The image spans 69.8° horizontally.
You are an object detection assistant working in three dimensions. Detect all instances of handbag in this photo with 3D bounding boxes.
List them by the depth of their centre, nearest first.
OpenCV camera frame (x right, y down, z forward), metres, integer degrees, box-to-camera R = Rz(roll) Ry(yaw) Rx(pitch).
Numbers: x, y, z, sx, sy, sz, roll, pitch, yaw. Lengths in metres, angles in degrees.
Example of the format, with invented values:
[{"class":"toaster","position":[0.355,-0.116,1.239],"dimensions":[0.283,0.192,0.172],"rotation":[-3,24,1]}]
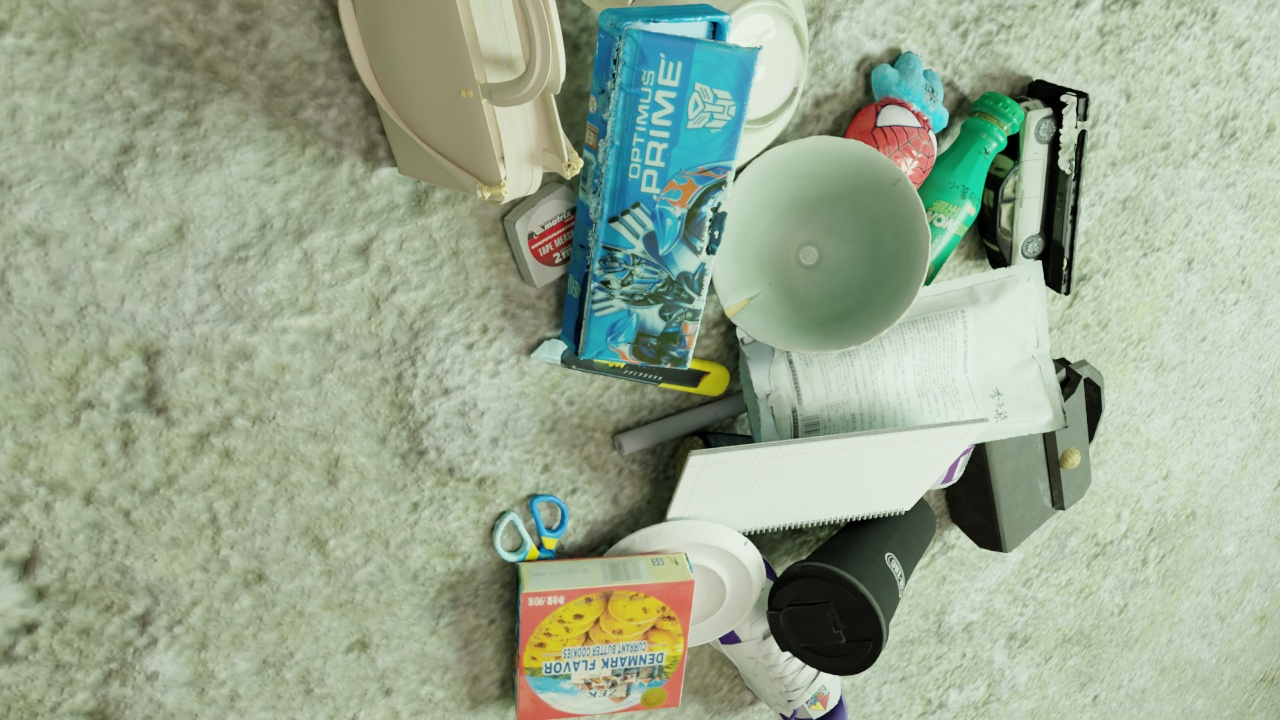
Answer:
[{"class":"handbag","position":[-0.089,-0.176,0.485],"dimensions":[0.101,0.198,0.195],"rotation":[-24,121,-23]},{"class":"handbag","position":[0.431,0.086,0.991],"dimensions":[0.199,0.102,0.197],"rotation":[-34,125,-16]}]

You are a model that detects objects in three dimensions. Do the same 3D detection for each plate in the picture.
[{"class":"plate","position":[0.033,0.202,0.801],"dimensions":[0.157,0.014,0.157],"rotation":[-3,123,-4]}]

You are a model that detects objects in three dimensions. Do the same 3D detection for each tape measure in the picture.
[{"class":"tape measure","position":[-0.063,-0.090,0.651],"dimensions":[0.060,0.020,0.062],"rotation":[-35,126,-22]}]

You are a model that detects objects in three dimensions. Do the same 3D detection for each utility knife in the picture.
[{"class":"utility knife","position":[-0.004,0.004,0.732],"dimensions":[0.187,0.020,0.029],"rotation":[10,103,-34]}]

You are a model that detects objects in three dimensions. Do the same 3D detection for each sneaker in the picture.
[{"class":"sneaker","position":[0.137,0.285,0.885],"dimensions":[0.091,0.111,0.244],"rotation":[-37,125,-14]}]

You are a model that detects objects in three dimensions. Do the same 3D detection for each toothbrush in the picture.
[{"class":"toothbrush","position":[0.063,0.045,0.790],"dimensions":[0.187,0.019,0.018],"rotation":[-17,74,-26]}]

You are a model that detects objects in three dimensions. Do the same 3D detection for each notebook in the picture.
[{"class":"notebook","position":[0.144,0.104,0.771],"dimensions":[0.245,0.013,0.178],"rotation":[-5,149,-11]}]

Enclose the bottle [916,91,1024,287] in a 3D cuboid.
[{"class":"bottle","position":[0.262,-0.138,0.808],"dimensions":[0.068,0.068,0.209],"rotation":[34,90,-38]}]

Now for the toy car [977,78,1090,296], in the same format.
[{"class":"toy car","position":[0.360,-0.158,0.863],"dimensions":[0.071,0.094,0.192],"rotation":[-9,117,-6]}]

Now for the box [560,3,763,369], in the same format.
[{"class":"box","position":[0.013,-0.102,0.615],"dimensions":[0.091,0.085,0.244],"rotation":[-18,134,-34]}]

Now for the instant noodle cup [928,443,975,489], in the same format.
[{"class":"instant noodle cup","position":[0.271,0.055,0.876],"dimensions":[0.136,0.122,0.122],"rotation":[-28,133,-31]}]

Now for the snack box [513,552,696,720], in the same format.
[{"class":"snack box","position":[-0.033,0.231,0.765],"dimensions":[0.142,0.040,0.145],"rotation":[-1,117,-12]}]

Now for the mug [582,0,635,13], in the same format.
[{"class":"mug","position":[-0.013,-0.286,0.568],"dimensions":[0.089,0.086,0.112],"rotation":[-43,91,-13]}]

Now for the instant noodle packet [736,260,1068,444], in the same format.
[{"class":"instant noodle packet","position":[0.221,0.011,0.776],"dimensions":[0.269,0.057,0.147],"rotation":[-11,96,-5]}]

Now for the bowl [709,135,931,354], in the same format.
[{"class":"bowl","position":[0.140,-0.090,0.746],"dimensions":[0.174,0.068,0.174],"rotation":[0,93,2]}]

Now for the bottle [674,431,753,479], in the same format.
[{"class":"bottle","position":[0.106,0.095,0.817],"dimensions":[0.160,0.056,0.056],"rotation":[8,106,-35]}]

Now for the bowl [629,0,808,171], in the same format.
[{"class":"bowl","position":[0.069,-0.214,0.658],"dimensions":[0.176,0.058,0.177],"rotation":[-13,116,-28]}]

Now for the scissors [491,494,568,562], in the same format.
[{"class":"scissors","position":[-0.074,0.163,0.760],"dimensions":[0.070,0.022,0.131],"rotation":[-34,120,-16]}]

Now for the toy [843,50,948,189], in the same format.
[{"class":"toy","position":[0.215,-0.191,0.762],"dimensions":[0.092,0.062,0.133],"rotation":[30,82,-40]}]

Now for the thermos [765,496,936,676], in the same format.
[{"class":"thermos","position":[0.210,0.195,0.863],"dimensions":[0.218,0.106,0.106],"rotation":[-29,127,-51]}]
